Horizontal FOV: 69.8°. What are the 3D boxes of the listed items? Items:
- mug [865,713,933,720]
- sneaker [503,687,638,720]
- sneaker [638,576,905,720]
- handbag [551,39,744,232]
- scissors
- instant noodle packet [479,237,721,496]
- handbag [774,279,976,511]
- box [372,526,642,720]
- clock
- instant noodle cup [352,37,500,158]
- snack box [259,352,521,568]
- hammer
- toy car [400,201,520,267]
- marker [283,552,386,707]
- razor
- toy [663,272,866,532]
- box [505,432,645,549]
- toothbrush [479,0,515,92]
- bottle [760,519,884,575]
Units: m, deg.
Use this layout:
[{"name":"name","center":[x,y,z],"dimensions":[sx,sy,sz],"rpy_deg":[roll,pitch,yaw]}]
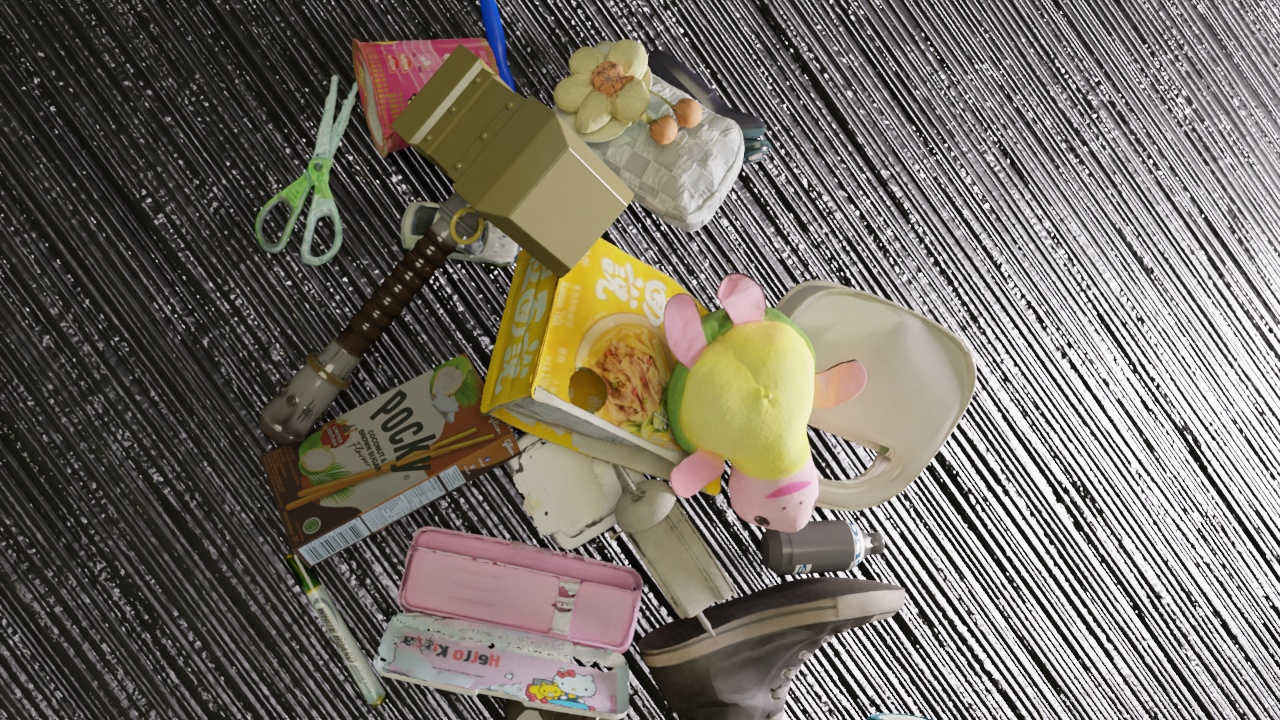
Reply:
[{"name":"mug","center":[0.242,0.370,0.814],"dimensions":[0.112,0.085,0.104],"rpy_deg":[11,75,-38]},{"name":"sneaker","center":[-0.045,0.373,0.744],"dimensions":[0.143,0.101,0.237],"rpy_deg":[4,77,-4]},{"name":"sneaker","center":[0.127,0.263,0.791],"dimensions":[0.234,0.095,0.120],"rpy_deg":[-17,90,-14]},{"name":"handbag","center":[0.007,-0.198,0.793],"dimensions":[0.171,0.123,0.112],"rpy_deg":[32,78,5]},{"name":"scissors","center":[-0.286,-0.171,0.795],"dimensions":[0.078,0.033,0.175],"rpy_deg":[11,78,-7]},{"name":"instant noodle packet","center":[-0.005,0.004,0.769],"dimensions":[0.221,0.084,0.162],"rpy_deg":[26,57,-28]},{"name":"handbag","center":[0.187,0.037,0.836],"dimensions":[0.200,0.093,0.200],"rpy_deg":[24,101,-8]},{"name":"box","center":[-0.104,0.219,0.757],"dimensions":[0.201,0.073,0.149],"rpy_deg":[13,51,-5]},{"name":"clock","center":[0.016,0.146,0.742],"dimensions":[0.061,0.103,0.157],"rpy_deg":[-33,116,-5]},{"name":"instant noodle cup","center":[-0.180,-0.233,0.785],"dimensions":[0.108,0.098,0.097],"rpy_deg":[-17,88,-19]},{"name":"snack box","center":[-0.203,0.077,0.748],"dimensions":[0.185,0.032,0.101],"rpy_deg":[-28,52,-12]},{"name":"hammer","center":[-0.180,-0.064,0.710],"dimensions":[0.325,0.190,0.100],"rpy_deg":[-49,139,4]},{"name":"toy car","center":[-0.156,-0.112,0.804],"dimensions":[0.105,0.033,0.048],"rpy_deg":[8,81,-11]},{"name":"marker","center":[-0.252,0.221,0.761],"dimensions":[0.017,0.017,0.146],"rpy_deg":[-30,91,-12]},{"name":"razor","center":[0.061,-0.236,0.852],"dimensions":[0.052,0.047,0.143],"rpy_deg":[-44,90,-1]},{"name":"toy","center":[0.091,0.040,0.749],"dimensions":[0.190,0.088,0.238],"rpy_deg":[-33,116,-15]},{"name":"box","center":[-0.057,0.097,0.781],"dimensions":[0.102,0.076,0.107],"rpy_deg":[-31,89,-13]},{"name":"toothbrush","center":[-0.124,-0.257,0.831],"dimensions":[0.016,0.018,0.182],"rpy_deg":[-14,87,13]},{"name":"bottle","center":[0.165,0.168,0.829],"dimensions":[0.112,0.047,0.047],"rpy_deg":[-1,85,-11]}]
